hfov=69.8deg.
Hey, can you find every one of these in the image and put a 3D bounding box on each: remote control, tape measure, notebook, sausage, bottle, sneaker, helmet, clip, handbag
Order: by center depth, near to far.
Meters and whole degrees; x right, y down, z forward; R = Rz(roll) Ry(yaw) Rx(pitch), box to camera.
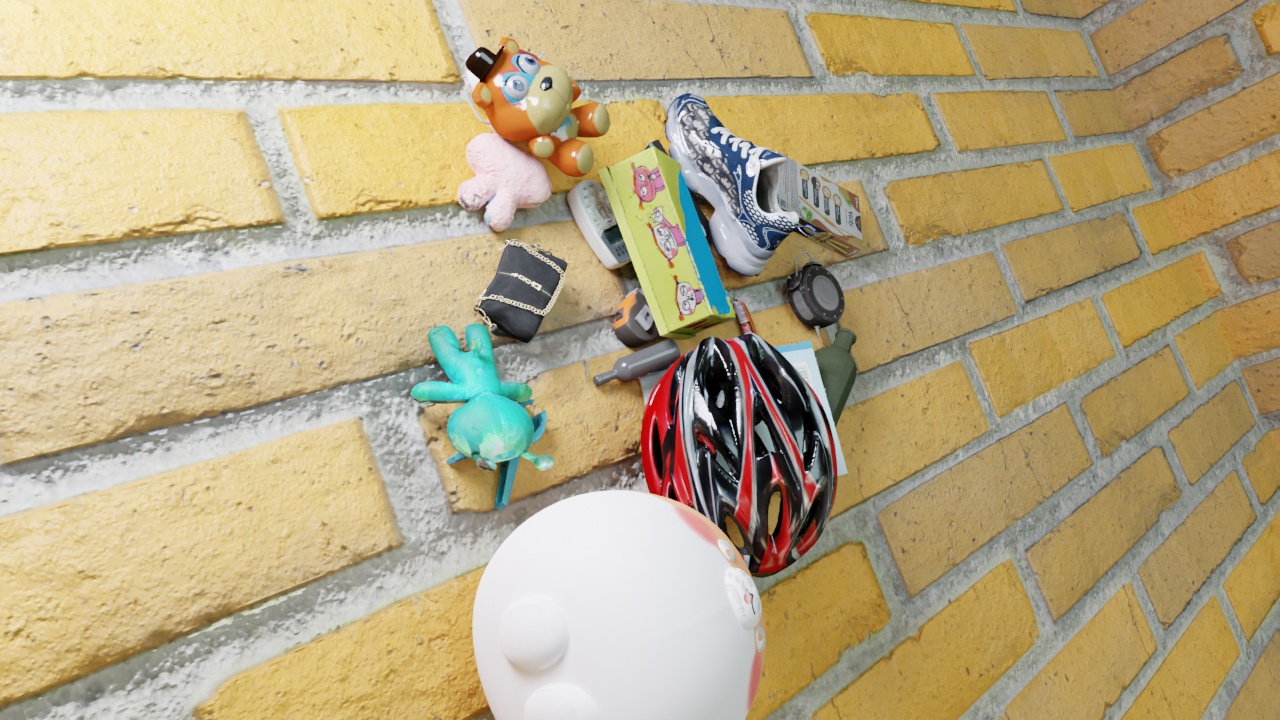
[{"bbox_3d":[-0.147,0.081,0.953,0.103,0.027,0.119,50,49,-14],"label":"clip"},{"bbox_3d":[-0.135,-0.078,1.018,0.079,0.054,0.128,29,58,-14],"label":"handbag"},{"bbox_3d":[0.114,0.101,1.019,0.217,0.167,0.271,-8,70,-14],"label":"helmet"},{"bbox_3d":[-0.006,0.006,1.087,0.112,0.030,0.030,-22,86,-28],"label":"bottle"},{"bbox_3d":[-0.003,-0.048,1.115,0.058,0.038,0.058,50,49,-12],"label":"tape measure"},{"bbox_3d":[-0.047,-0.169,1.136,0.060,0.028,0.114,-32,94,-42],"label":"remote control"},{"bbox_3d":[0.130,0.075,1.142,0.253,0.009,0.181,-8,77,-23],"label":"notebook"},{"bbox_3d":[0.136,-0.257,1.240,0.103,0.133,0.269,-15,78,-51],"label":"sneaker"},{"bbox_3d":[0.156,-0.015,1.245,0.020,0.020,0.155,-13,80,-42],"label":"sausage"},{"bbox_3d":[0.053,-0.233,1.254,0.033,0.015,0.147,-36,96,-42],"label":"remote control"},{"bbox_3d":[0.256,0.032,1.273,0.071,0.072,0.206,46,50,-15],"label":"bottle"}]

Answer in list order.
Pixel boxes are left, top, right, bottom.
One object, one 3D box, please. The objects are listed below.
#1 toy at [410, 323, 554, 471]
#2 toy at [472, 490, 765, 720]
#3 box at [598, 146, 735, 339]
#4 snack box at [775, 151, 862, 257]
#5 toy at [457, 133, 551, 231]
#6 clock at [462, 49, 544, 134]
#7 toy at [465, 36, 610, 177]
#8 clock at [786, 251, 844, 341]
[{"bbox_3d":[-0.156,0.036,0.913,0.130,0.073,0.193,-4,54,-34],"label":"toy"},{"bbox_3d":[-0.006,0.246,0.839,0.280,0.266,0.262,-7,73,-55],"label":"toy"},{"bbox_3d":[0.036,-0.139,1.132,0.124,0.080,0.221,-7,78,-70],"label":"box"},{"bbox_3d":[0.268,-0.240,1.423,0.185,0.032,0.100,19,61,-33],"label":"snack box"},{"bbox_3d":[-0.159,-0.201,1.045,0.108,0.053,0.105,39,63,-21],"label":"toy"},{"bbox_3d":[-0.152,-0.319,1.099,0.137,0.048,0.096,-34,95,-44],"label":"clock"},{"bbox_3d":[-0.118,-0.285,1.029,0.176,0.096,0.112,27,65,-18],"label":"toy"},{"bbox_3d":[0.251,-0.095,1.340,0.091,0.044,0.123,-36,96,-42],"label":"clock"}]
